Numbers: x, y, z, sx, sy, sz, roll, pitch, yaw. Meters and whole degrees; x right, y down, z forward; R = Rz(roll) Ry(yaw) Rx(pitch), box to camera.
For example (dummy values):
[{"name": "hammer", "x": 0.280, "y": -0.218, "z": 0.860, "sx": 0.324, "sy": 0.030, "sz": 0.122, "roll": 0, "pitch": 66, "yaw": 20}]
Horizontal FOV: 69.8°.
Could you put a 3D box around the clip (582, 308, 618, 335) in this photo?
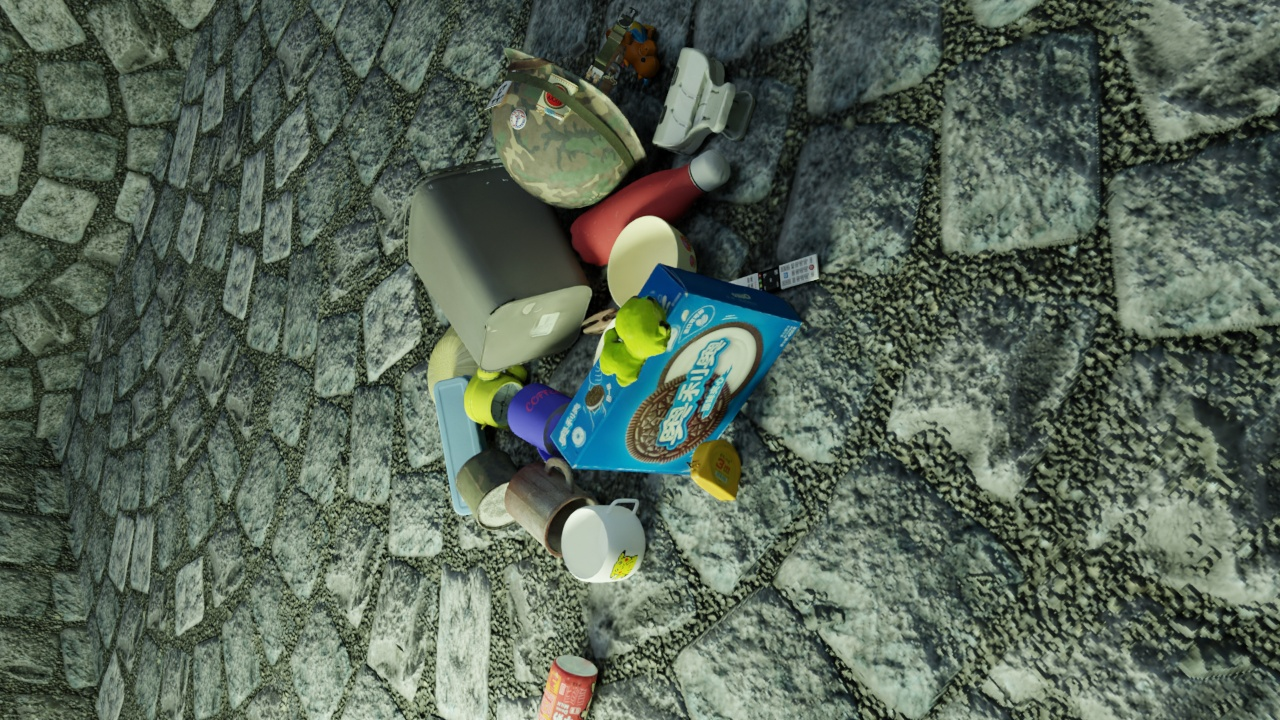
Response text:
[{"name": "clip", "x": -0.051, "y": -0.047, "z": 1.228, "sx": 0.061, "sy": 0.025, "sz": 0.049, "roll": -53, "pitch": 54, "yaw": 16}]

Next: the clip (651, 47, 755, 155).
[{"name": "clip", "x": 0.065, "y": -0.314, "z": 1.121, "sx": 0.151, "sy": 0.089, "sz": 0.125, "roll": 34, "pitch": 110, "yaw": 54}]

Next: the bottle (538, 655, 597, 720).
[{"name": "bottle", "x": -0.098, "y": 0.451, "z": 1.166, "sx": 0.062, "sy": 0.061, "sz": 0.137, "roll": 21, "pitch": 99, "yaw": 45}]

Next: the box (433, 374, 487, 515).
[{"name": "box", "x": -0.259, "y": 0.126, "z": 1.386, "sx": 0.067, "sy": 0.052, "sz": 0.209, "roll": -12, "pitch": 86, "yaw": 14}]

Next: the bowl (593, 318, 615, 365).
[{"name": "bowl", "x": -0.007, "y": 0.007, "z": 1.130, "sx": 0.116, "sy": 0.062, "sz": 0.115, "roll": -38, "pitch": 46, "yaw": 52}]

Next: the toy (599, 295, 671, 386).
[{"name": "toy", "x": -0.006, "y": -0.020, "z": 0.890, "sx": 0.094, "sy": 0.036, "sz": 0.094, "roll": 29, "pitch": 110, "yaw": 48}]

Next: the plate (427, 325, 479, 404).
[{"name": "plate", "x": -0.294, "y": 0.017, "z": 1.452, "sx": 0.185, "sy": 0.036, "sz": 0.184, "roll": -9, "pitch": 77, "yaw": 44}]

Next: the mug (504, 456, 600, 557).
[{"name": "mug", "x": -0.115, "y": 0.179, "z": 1.200, "sx": 0.110, "sy": 0.096, "sz": 0.123, "roll": 26, "pitch": 116, "yaw": 40}]

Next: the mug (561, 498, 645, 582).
[{"name": "mug", "x": -0.040, "y": 0.218, "z": 1.139, "sx": 0.094, "sy": 0.068, "sz": 0.116, "roll": 43, "pitch": 113, "yaw": 41}]

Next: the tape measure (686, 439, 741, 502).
[{"name": "tape measure", "x": 0.084, "y": 0.118, "z": 1.033, "sx": 0.030, "sy": 0.068, "sz": 0.058, "roll": -16, "pitch": 47, "yaw": 44}]

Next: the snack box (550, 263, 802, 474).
[{"name": "snack box", "x": 0.040, "y": 0.019, "z": 1.000, "sx": 0.239, "sy": 0.195, "sz": 0.056, "roll": -57, "pitch": 49, "yaw": 23}]

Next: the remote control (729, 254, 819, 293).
[{"name": "remote control", "x": 0.150, "y": -0.090, "z": 1.037, "sx": 0.124, "sy": 0.011, "sz": 0.028, "roll": -15, "pitch": 73, "yaw": 43}]

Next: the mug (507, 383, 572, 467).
[{"name": "mug", "x": -0.122, "y": 0.094, "z": 1.245, "sx": 0.084, "sy": 0.079, "sz": 0.111, "roll": 23, "pitch": 128, "yaw": 45}]

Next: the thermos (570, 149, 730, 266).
[{"name": "thermos", "x": 0.013, "y": -0.194, "z": 1.150, "sx": 0.241, "sy": 0.073, "sz": 0.073, "roll": -24, "pitch": 67, "yaw": 40}]

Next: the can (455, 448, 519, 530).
[{"name": "can", "x": -0.207, "y": 0.182, "z": 1.298, "sx": 0.074, "sy": 0.089, "sz": 0.090, "roll": 45, "pitch": 115, "yaw": 40}]

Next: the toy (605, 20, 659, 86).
[{"name": "toy", "x": -0.013, "y": -0.404, "z": 1.240, "sx": 0.090, "sy": 0.070, "sz": 0.103, "roll": 57, "pitch": 146, "yaw": 20}]

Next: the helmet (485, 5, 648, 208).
[{"name": "helmet", "x": -0.083, "y": -0.321, "z": 1.168, "sx": 0.236, "sy": 0.192, "sz": 0.224, "roll": -39, "pitch": 95, "yaw": 2}]

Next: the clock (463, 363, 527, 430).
[{"name": "clock", "x": -0.207, "y": 0.043, "z": 1.327, "sx": 0.057, "sy": 0.083, "sz": 0.119, "roll": 17, "pitch": 99, "yaw": 40}]

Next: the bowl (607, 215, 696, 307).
[{"name": "bowl", "x": 0.027, "y": -0.110, "z": 1.121, "sx": 0.118, "sy": 0.074, "sz": 0.118, "roll": -9, "pitch": 77, "yaw": 44}]

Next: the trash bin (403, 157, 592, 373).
[{"name": "trash bin", "x": -0.188, "y": -0.125, "z": 1.248, "sx": 0.220, "sy": 0.197, "sz": 0.198, "roll": 59, "pitch": 150, "yaw": 25}]
